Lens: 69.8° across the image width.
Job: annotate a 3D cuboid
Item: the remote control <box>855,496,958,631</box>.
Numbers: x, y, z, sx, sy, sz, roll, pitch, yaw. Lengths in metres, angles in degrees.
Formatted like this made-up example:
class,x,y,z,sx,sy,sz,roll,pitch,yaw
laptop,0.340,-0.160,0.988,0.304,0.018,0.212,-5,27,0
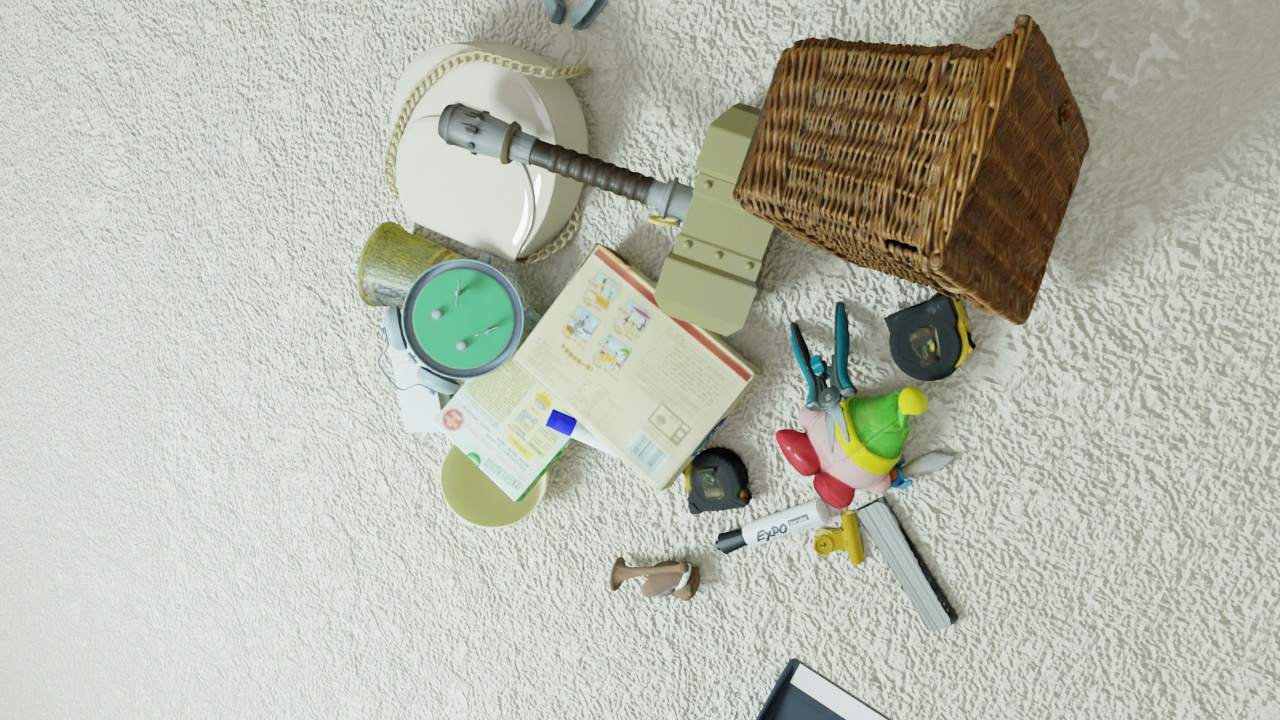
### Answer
class,x,y,z,sx,sy,sz,roll,pitch,yaw
remote control,0.255,0.195,0.877,0.033,0.013,0.136,-33,84,28

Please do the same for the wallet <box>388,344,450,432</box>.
class,x,y,z,sx,sy,sz,roll,pitch,yaw
wallet,-0.261,0.029,1.100,0.086,0.032,0.116,0,104,38

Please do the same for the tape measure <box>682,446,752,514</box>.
class,x,y,z,sx,sy,sz,roll,pitch,yaw
tape measure,0.078,0.122,0.937,0.067,0.038,0.062,-9,97,29

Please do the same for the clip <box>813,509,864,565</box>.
class,x,y,z,sx,sy,sz,roll,pitch,yaw
clip,0.191,0.177,0.896,0.046,0.035,0.053,-11,98,22

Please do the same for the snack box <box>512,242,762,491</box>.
class,x,y,z,sx,sy,sz,roll,pitch,yaw
snack box,-0.005,0.005,0.923,0.207,0.055,0.153,41,101,14

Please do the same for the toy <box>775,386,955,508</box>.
class,x,y,z,sx,sy,sz,roll,pitch,yaw
toy,0.207,0.076,0.834,0.131,0.096,0.124,-40,88,9

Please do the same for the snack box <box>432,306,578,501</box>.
class,x,y,z,sx,sy,sz,roll,pitch,yaw
snack box,-0.125,0.047,0.997,0.132,0.027,0.168,41,92,13

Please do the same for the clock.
class,x,y,z,sx,sy,sz,roll,pitch,yaw
clock,-0.198,-0.031,0.950,0.161,0.075,0.122,-38,98,-4

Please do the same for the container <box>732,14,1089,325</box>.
class,x,y,z,sx,sy,sz,roll,pitch,yaw
container,0.204,-0.140,0.690,0.183,0.249,0.162,22,96,33

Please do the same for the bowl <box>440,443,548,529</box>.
class,x,y,z,sx,sy,sz,roll,pitch,yaw
bowl,-0.163,0.141,1.042,0.118,0.117,0.074,42,159,13

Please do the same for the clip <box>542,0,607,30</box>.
class,x,y,z,sx,sy,sz,roll,pitch,yaw
clip,-0.040,-0.401,0.882,0.108,0.027,0.163,19,111,21

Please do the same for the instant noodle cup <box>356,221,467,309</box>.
class,x,y,z,sx,sy,sz,roll,pitch,yaw
instant noodle cup,-0.246,-0.095,1.029,0.108,0.102,0.102,18,110,14

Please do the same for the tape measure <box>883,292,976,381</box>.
class,x,y,z,sx,sy,sz,roll,pitch,yaw
tape measure,0.256,-0.019,0.810,0.072,0.042,0.072,-24,92,26

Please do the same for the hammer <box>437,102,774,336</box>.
class,x,y,z,sx,sy,sz,roll,pitch,yaw
hammer,-0.029,-0.168,0.838,0.325,0.100,0.190,20,111,5

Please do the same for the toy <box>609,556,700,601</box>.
class,x,y,z,sx,sy,sz,roll,pitch,yaw
toy,0.021,0.235,0.991,0.102,0.041,0.055,-16,133,39

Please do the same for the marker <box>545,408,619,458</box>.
class,x,y,z,sx,sy,sz,roll,pitch,yaw
marker,-0.031,0.088,0.964,0.141,0.020,0.020,24,114,-7

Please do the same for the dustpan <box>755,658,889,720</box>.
class,x,y,z,sx,sy,sz,roll,pitch,yaw
dustpan,0.191,0.490,0.941,0.236,0.080,0.274,29,114,19

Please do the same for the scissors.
class,x,y,z,sx,sy,sz,roll,pitch,yaw
scissors,0.169,0.009,0.838,0.122,0.019,0.149,-54,42,4

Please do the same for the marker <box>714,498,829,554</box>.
class,x,y,z,sx,sy,sz,roll,pitch,yaw
marker,0.130,0.170,0.929,0.126,0.025,0.025,-25,89,30

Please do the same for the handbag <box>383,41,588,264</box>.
class,x,y,z,sx,sy,sz,roll,pitch,yaw
handbag,-0.156,-0.221,0.954,0.211,0.103,0.209,24,120,21
